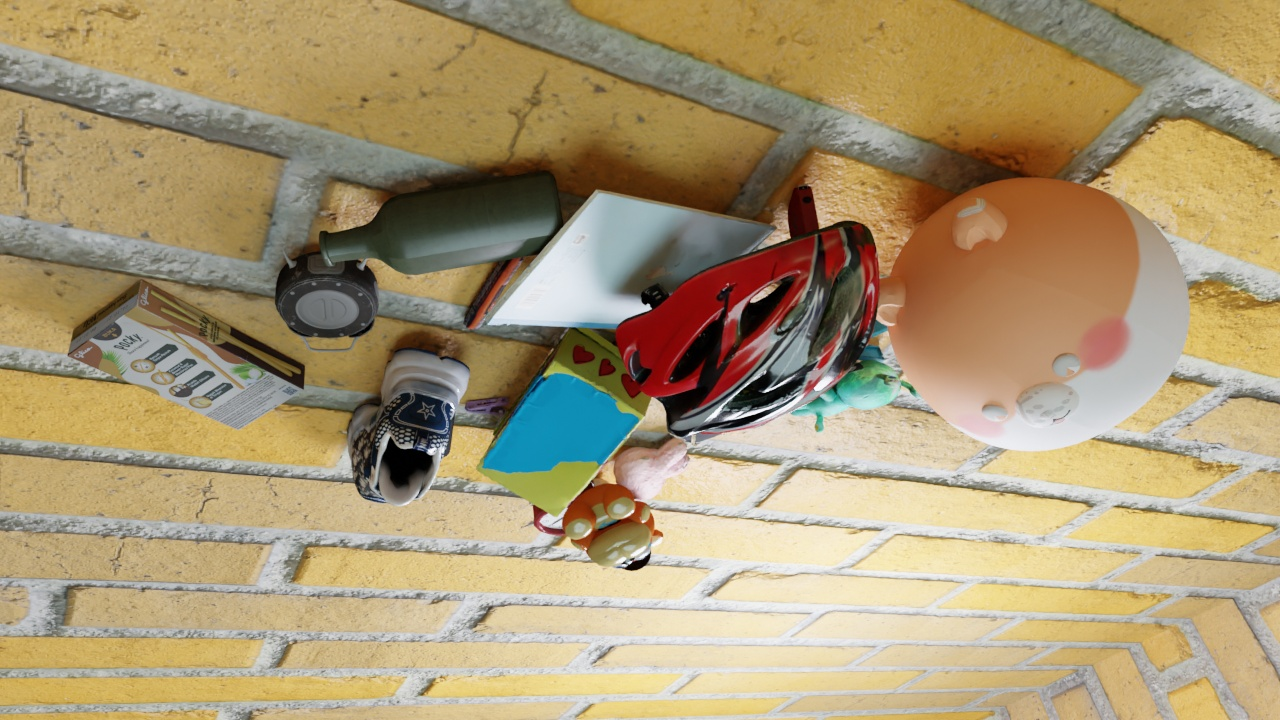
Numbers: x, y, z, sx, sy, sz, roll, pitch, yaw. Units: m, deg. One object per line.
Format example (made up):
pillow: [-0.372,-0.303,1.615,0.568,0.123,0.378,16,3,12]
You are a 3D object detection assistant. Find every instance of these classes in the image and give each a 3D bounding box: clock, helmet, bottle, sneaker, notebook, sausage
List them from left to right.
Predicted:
clock: [-0.292,-0.060,0.858,0.091,0.043,0.123,0,142,-17]
sneaker: [-0.265,0.108,1.001,0.103,0.132,0.270,17,140,-21]
bottle: [-0.171,-0.114,0.798,0.207,0.071,0.071,-10,144,-3]
sausage: [-0.141,-0.076,0.902,0.020,0.020,0.156,12,138,-30]
clock: [-0.093,0.200,1.263,0.137,0.048,0.096,2,142,-17]
notebook: [-0.004,-0.085,0.877,0.252,0.009,0.182,1,145,-47]
helmet: [0.109,-0.030,0.861,0.273,0.167,0.217,-33,166,35]

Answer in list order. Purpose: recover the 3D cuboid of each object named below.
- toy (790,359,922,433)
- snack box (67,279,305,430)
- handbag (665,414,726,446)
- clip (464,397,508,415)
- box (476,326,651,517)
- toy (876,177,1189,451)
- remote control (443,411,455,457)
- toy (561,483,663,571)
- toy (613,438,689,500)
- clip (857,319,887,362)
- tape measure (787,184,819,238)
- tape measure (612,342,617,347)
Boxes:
toy: [0.247,0.044,1.114,0.130,0.072,0.194,13,158,-41]
snack box: [-0.441,0.001,0.906,0.101,0.031,0.186,-28,141,20]
handbag: [0.097,0.069,1.151,0.128,0.054,0.079,-20,155,5]
clip: [-0.175,0.051,1.071,0.051,0.014,0.045,22,132,-41]
box: [-0.083,0.070,1.035,0.124,0.079,0.222,31,129,-8]
toy: [0.369,-0.047,0.891,0.280,0.265,0.264,23,135,-21]
remote control: [-0.234,0.069,1.073,0.033,0.015,0.147,0,142,-17]
toy: [-0.033,0.222,1.209,0.112,0.096,0.176,-27,151,5]
toy: [0.016,0.143,1.221,0.105,0.053,0.108,-24,144,-3]
clip: [0.239,-0.013,1.097,0.120,0.027,0.103,-8,142,-7]
tape measure: [0.158,-0.136,0.888,0.019,0.059,0.051,-8,174,-6]
tape measure: [-0.006,0.006,1.036,0.058,0.038,0.058,-7,144,-7]
